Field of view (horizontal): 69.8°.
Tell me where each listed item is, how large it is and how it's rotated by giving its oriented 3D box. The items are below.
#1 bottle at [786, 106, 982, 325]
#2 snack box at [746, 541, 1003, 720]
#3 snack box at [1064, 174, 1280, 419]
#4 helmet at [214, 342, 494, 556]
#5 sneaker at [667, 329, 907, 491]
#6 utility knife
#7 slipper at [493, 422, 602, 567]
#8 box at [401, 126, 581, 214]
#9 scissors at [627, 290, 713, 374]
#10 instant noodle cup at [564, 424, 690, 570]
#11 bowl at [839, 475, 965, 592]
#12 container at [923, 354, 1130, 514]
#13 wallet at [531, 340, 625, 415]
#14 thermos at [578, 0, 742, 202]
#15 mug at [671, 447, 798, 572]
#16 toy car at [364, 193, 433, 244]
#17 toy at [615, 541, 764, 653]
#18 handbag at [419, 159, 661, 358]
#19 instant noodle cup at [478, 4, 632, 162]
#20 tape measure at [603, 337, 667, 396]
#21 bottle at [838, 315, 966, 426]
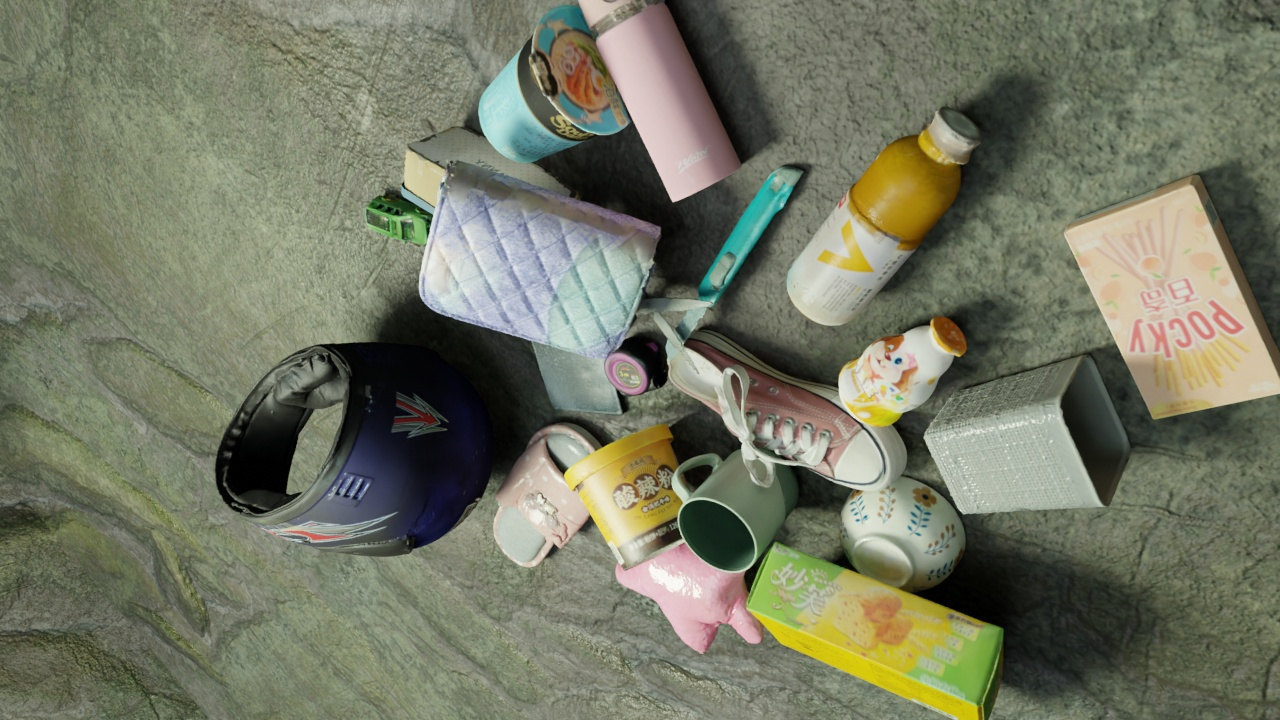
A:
[{"bbox_3d":[0.183,-0.106,0.697,0.068,0.067,0.190,42,133,9],"label":"bottle"},{"bbox_3d":[0.217,0.252,0.837,0.210,0.070,0.158,17,160,29],"label":"snack box"},{"bbox_3d":[0.366,-0.039,0.629,0.085,0.026,0.157,-22,101,43],"label":"snack box"},{"bbox_3d":[-0.315,0.111,1.081,0.316,0.240,0.246,-17,60,37],"label":"helmet"},{"bbox_3d":[0.118,0.054,0.829,0.241,0.087,0.118,30,130,20],"label":"sneaker"},{"bbox_3d":[0.075,-0.082,0.803,0.029,0.013,0.217,52,126,30],"label":"utility knife"},{"bbox_3d":[-0.121,0.172,1.102,0.114,0.054,0.275,43,134,8],"label":"slipper"},{"bbox_3d":[-0.152,-0.167,0.899,0.184,0.089,0.060,32,132,21],"label":"box"},{"bbox_3d":[0.006,-0.056,0.861,0.182,0.014,0.159,-17,89,53],"label":"scissors"},{"bbox_3d":[-0.001,0.141,0.930,0.119,0.118,0.114,-40,71,44],"label":"instant noodle cup"},{"bbox_3d":[0.229,0.167,0.833,0.113,0.062,0.114,19,125,29],"label":"bowl"},{"bbox_3d":[0.293,0.061,0.704,0.115,0.090,0.090,-18,104,45],"label":"container"},{"bbox_3d":[-0.069,0.004,0.988,0.097,0.019,0.121,4,120,34],"label":"wallet"},{"bbox_3d":[0.021,-0.237,0.748,0.087,0.067,0.198,-24,100,11],"label":"thermos"},{"bbox_3d":[0.087,0.131,0.885,0.112,0.106,0.082,35,133,14],"label":"mug"},{"bbox_3d":[-0.268,-0.156,1.029,0.091,0.036,0.043,18,124,23],"label":"toy car"},{"bbox_3d":[0.050,0.244,1.002,0.195,0.074,0.179,10,113,36],"label":"toy"},{"bbox_3d":[-0.091,-0.088,0.812,0.194,0.075,0.134,17,126,-10],"label":"handbag"},{"bbox_3d":[-0.081,-0.230,0.801,0.121,0.111,0.111,-15,107,49],"label":"instant noodle cup"},{"bbox_3d":[-0.005,0.005,0.927,0.057,0.039,0.058,-20,108,42],"label":"tape measure"},{"bbox_3d":[0.213,0.007,0.747,0.063,0.063,0.109,48,134,3],"label":"bottle"}]
